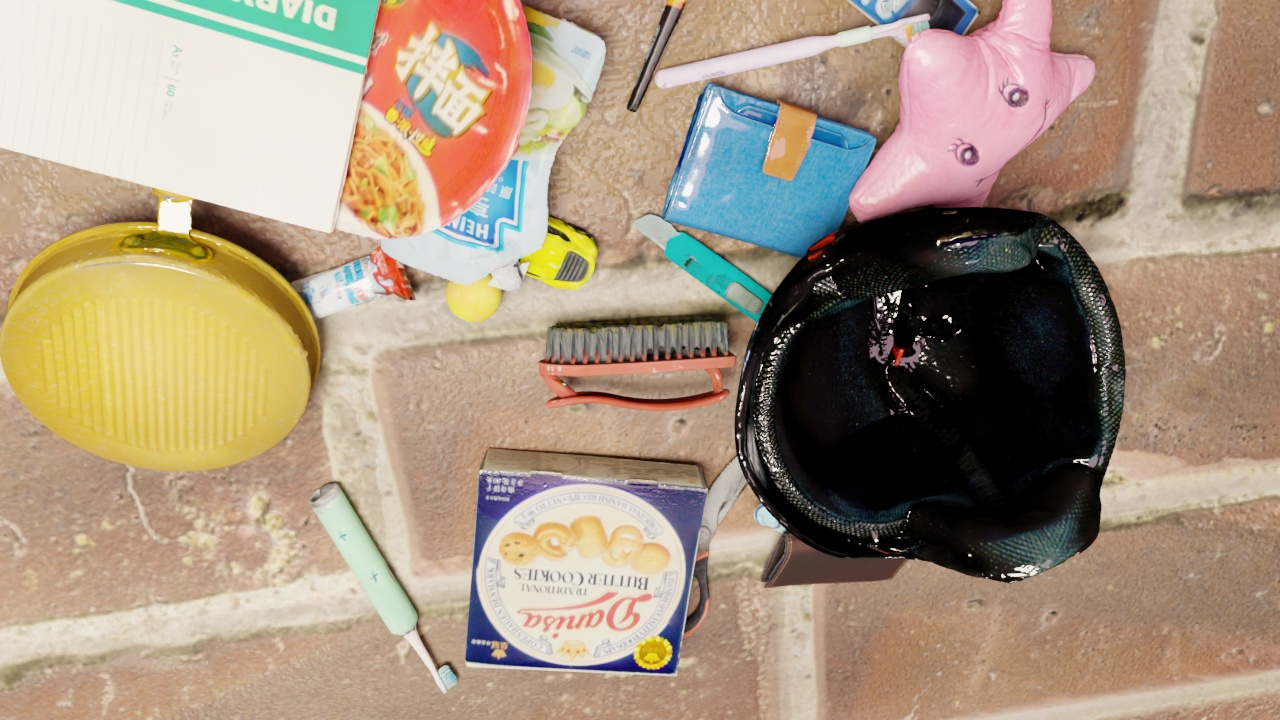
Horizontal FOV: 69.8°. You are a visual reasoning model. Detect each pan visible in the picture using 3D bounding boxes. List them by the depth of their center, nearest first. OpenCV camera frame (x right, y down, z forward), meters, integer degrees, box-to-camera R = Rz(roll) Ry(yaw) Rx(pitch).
[{"bbox_3d":[-0.302,-0.073,0.596,0.197,0.078,0.358,8,128,-19],"label":"pan"}]

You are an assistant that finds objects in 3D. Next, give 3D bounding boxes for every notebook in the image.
[{"bbox_3d":[-0.265,-0.171,0.520,0.209,0.012,0.150,14,104,-13],"label":"notebook"}]

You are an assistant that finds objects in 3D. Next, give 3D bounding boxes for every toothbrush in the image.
[{"bbox_3d":[0.103,-0.211,0.634,0.189,0.021,0.029,-9,153,6],"label":"toothbrush"},{"bbox_3d":[-0.210,0.197,0.765,0.027,0.026,0.224,-31,114,-19],"label":"toothbrush"}]

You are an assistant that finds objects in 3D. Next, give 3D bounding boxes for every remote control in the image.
[{"bbox_3d":[0.177,-0.255,0.636,0.125,0.024,0.049,29,106,-22],"label":"remote control"}]

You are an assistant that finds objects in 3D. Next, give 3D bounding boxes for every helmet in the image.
[{"bbox_3d":[0.188,0.015,0.637,0.274,0.230,0.233,-16,99,-2],"label":"helmet"}]

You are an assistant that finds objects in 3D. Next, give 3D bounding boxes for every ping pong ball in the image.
[{"bbox_3d":[-0.122,-0.048,0.670,0.040,0.040,0.040,-3,112,-7],"label":"ping pong ball"}]

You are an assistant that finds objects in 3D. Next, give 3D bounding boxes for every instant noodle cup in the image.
[{"bbox_3d":[-0.143,-0.172,0.575,0.194,0.065,0.194,2,96,19],"label":"instant noodle cup"}]

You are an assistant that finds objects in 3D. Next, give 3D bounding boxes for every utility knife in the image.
[{"bbox_3d":[0.068,-0.058,0.707,0.179,0.013,0.029,34,102,-19],"label":"utility knife"}]

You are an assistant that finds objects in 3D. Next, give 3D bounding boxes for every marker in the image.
[{"bbox_3d":[0.017,-0.229,0.627,0.015,0.018,0.124,19,109,-16],"label":"marker"}]

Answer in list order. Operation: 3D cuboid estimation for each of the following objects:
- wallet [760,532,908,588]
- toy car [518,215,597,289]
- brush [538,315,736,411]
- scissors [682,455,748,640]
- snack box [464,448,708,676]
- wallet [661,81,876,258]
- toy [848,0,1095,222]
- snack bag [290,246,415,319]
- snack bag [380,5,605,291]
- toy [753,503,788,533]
[{"bbox_3d":[0.173,0.171,0.790,0.122,0.020,0.096,-1,145,-8],"label":"wallet"},{"bbox_3d":[-0.082,-0.085,0.666,0.105,0.032,0.048,22,108,-14],"label":"toy car"},{"bbox_3d":[-0.004,0.004,0.695,0.146,0.063,0.069,-3,99,-5],"label":"brush"},{"bbox_3d":[0.054,0.167,0.797,0.207,0.015,0.192,-22,112,2],"label":"scissors"},{"bbox_3d":[-0.046,0.169,0.756,0.178,0.045,0.183,5,107,-6],"label":"snack box"},{"bbox_3d":[0.093,-0.134,0.668,0.133,0.040,0.106,13,114,-14],"label":"wallet"},{"bbox_3d":[0.221,-0.170,0.639,0.178,0.074,0.195,24,112,-42],"label":"toy"},{"bbox_3d":[-0.217,-0.052,0.664,0.104,0.026,0.048,-15,104,-1],"label":"snack bag"},{"bbox_3d":[-0.102,-0.143,0.622,0.110,0.038,0.191,19,103,-7],"label":"snack bag"},{"bbox_3d":[0.176,0.104,0.769,0.161,0.049,0.156,-38,119,9],"label":"toy"}]
